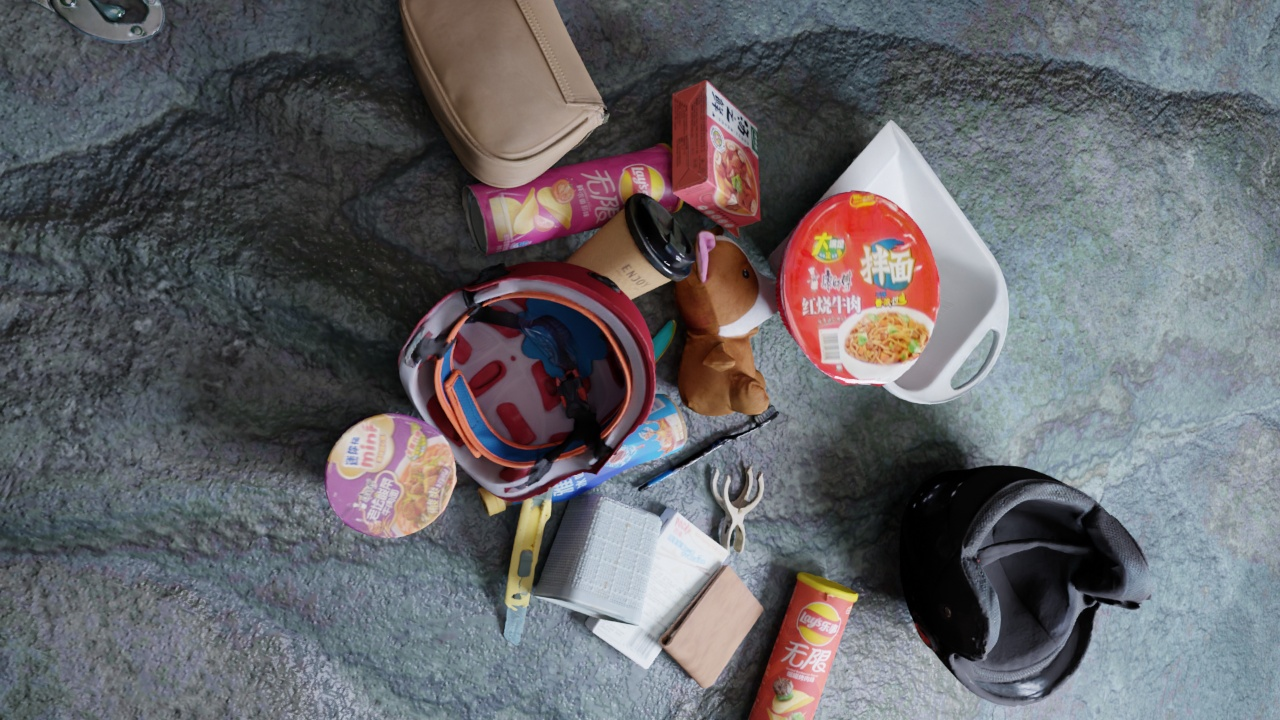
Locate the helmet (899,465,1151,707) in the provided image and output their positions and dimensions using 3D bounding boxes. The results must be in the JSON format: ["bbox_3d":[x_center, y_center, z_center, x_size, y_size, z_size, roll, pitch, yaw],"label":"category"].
[{"bbox_3d":[0.419,0.251,1.064,0.233,0.230,0.275,-13,110,-13],"label":"helmet"}]

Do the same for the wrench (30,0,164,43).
[{"bbox_3d":[-0.523,-0.323,0.722,0.273,0.016,0.056,21,87,-23],"label":"wrench"}]

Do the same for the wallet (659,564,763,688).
[{"bbox_3d":[0.082,0.296,1.021,0.115,0.020,0.101,-48,128,-17],"label":"wallet"}]

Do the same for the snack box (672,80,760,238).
[{"bbox_3d":[0.084,-0.200,0.929,0.127,0.044,0.113,23,61,-50],"label":"snack box"}]

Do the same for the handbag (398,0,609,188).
[{"bbox_3d":[-0.129,-0.266,0.844,0.147,0.100,0.204,-24,87,-15],"label":"handbag"}]

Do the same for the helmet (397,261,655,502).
[{"bbox_3d":[-0.087,-0.003,0.843,0.241,0.143,0.207,-27,110,24],"label":"helmet"}]

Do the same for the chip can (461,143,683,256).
[{"bbox_3d":[-0.064,-0.160,0.903,0.210,0.071,0.071,-17,101,-21],"label":"chip can"}]

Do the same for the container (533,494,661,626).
[{"bbox_3d":[-0.039,0.200,0.930,0.090,0.090,0.111,26,69,-22],"label":"container"}]

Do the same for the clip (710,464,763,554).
[{"bbox_3d":[0.117,0.161,1.031,0.092,0.035,0.103,-25,109,-18],"label":"clip"}]

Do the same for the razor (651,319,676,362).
[{"bbox_3d":[-0.006,0.006,0.966,0.132,0.043,0.028,-46,129,-19],"label":"razor"}]

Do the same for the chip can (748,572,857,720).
[{"bbox_3d":[0.180,0.356,1.055,0.073,0.073,0.216,23,86,-23],"label":"chip can"}]

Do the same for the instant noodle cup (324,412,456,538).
[{"bbox_3d":[-0.235,0.097,0.839,0.111,0.099,0.111,-2,95,-24],"label":"instant noodle cup"}]

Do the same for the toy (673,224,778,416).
[{"bbox_3d":[0.090,-0.042,0.955,0.130,0.140,0.199,-12,96,5],"label":"toy"}]

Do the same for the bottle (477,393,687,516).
[{"bbox_3d":[-0.058,0.101,0.932,0.218,0.065,0.065,-23,103,-20],"label":"bottle"}]

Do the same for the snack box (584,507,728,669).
[{"bbox_3d":[0.019,0.248,1.000,0.084,0.027,0.156,41,79,-21],"label":"snack box"}]

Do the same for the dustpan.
[{"bbox_3d":[0.298,-0.083,1.006,0.222,0.143,0.258,-48,135,-13],"label":"dustpan"}]

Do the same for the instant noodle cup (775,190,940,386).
[{"bbox_3d":[0.207,-0.070,0.928,0.193,0.066,0.194,1,88,-25],"label":"instant noodle cup"}]

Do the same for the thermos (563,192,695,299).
[{"bbox_3d":[-0.020,-0.095,0.888,0.144,0.092,0.093,-31,112,28],"label":"thermos"}]

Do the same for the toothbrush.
[{"bbox_3d":[0.076,0.097,1.019,0.189,0.014,0.016,-27,104,-18],"label":"toothbrush"}]

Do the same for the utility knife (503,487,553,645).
[{"bbox_3d":[-0.116,0.206,0.918,0.031,0.020,0.197,9,118,-8],"label":"utility knife"}]
